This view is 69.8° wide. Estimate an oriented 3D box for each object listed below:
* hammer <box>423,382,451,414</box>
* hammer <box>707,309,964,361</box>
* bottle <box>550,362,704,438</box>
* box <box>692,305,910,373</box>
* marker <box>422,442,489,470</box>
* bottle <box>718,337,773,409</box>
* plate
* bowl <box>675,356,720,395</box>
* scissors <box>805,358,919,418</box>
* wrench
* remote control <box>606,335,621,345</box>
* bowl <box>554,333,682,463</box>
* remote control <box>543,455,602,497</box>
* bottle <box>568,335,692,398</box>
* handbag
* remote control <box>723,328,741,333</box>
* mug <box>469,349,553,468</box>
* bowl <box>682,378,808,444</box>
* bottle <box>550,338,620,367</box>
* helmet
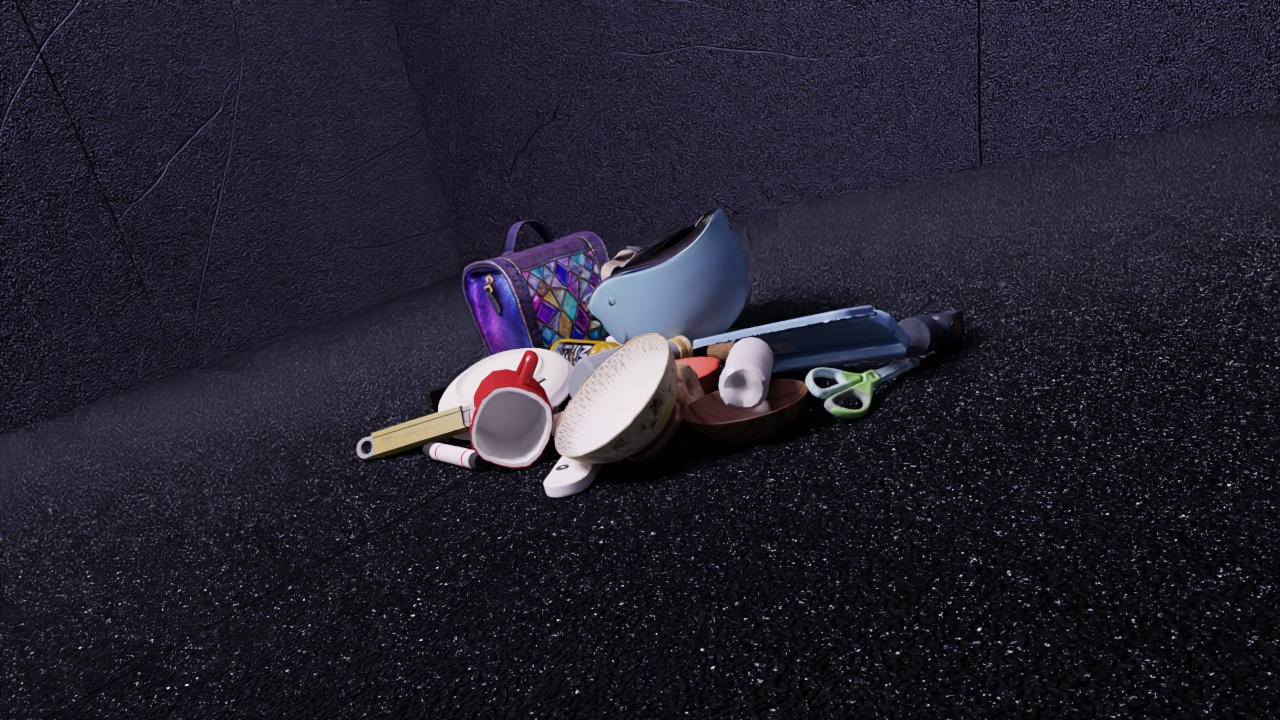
[{"bbox_3d":[-0.161,0.039,1.223,0.306,0.040,0.132,-5,12,34],"label":"hammer"},{"bbox_3d":[0.210,-0.023,1.058,0.323,0.040,0.129,-6,6,42],"label":"hammer"},{"bbox_3d":[-0.018,0.051,0.945,0.167,0.059,0.059,-18,9,26],"label":"bottle"},{"bbox_3d":[0.162,-0.025,0.950,0.126,0.039,0.210,20,-20,-37],"label":"box"},{"bbox_3d":[-0.209,0.104,1.012,0.019,0.019,0.146,-23,15,-35],"label":"marker"},{"bbox_3d":[0.102,0.008,0.864,0.044,0.044,0.136,-11,12,14],"label":"bottle"},{"bbox_3d":[-0.172,0.031,1.144,0.182,0.034,0.182,-14,29,8],"label":"plate"},{"bbox_3d":[0.033,0.031,1.022,0.122,0.035,0.122,-14,12,3],"label":"bowl"},{"bbox_3d":[0.220,0.019,0.876,0.173,0.033,0.065,-20,50,-41],"label":"scissors"},{"bbox_3d":[-0.220,0.076,1.078,0.274,0.083,0.018,-18,-21,18],"label":"wrench"},{"bbox_3d":[0.014,-0.055,1.408,0.138,0.025,0.060,-30,11,-20],"label":"remote control"},{"bbox_3d":[-0.008,0.049,0.851,0.145,0.063,0.145,-39,24,20],"label":"bowl"},{"bbox_3d":[-0.058,0.098,0.875,0.043,0.013,0.136,-12,12,13],"label":"remote control"},{"bbox_3d":[-0.007,0.006,1.109,0.160,0.046,0.072,-19,-26,-34],"label":"bottle"},{"bbox_3d":[-0.152,-0.107,1.420,0.126,0.222,0.204,-2,16,46],"label":"handbag"},{"bbox_3d":[0.144,-0.030,1.225,0.033,0.012,0.131,-22,14,-23],"label":"remote control"},{"bbox_3d":[-0.131,0.044,0.962,0.080,0.116,0.096,20,6,-13],"label":"mug"},{"bbox_3d":[0.100,0.052,0.856,0.119,0.032,0.119,-14,12,3],"label":"bowl"},{"bbox_3d":[-0.059,0.000,1.234,0.053,0.053,0.186,-22,14,-30],"label":"bottle"},{"bbox_3d":[0.040,-0.093,1.254,0.225,0.167,0.266,-30,11,-8],"label":"helmet"}]
